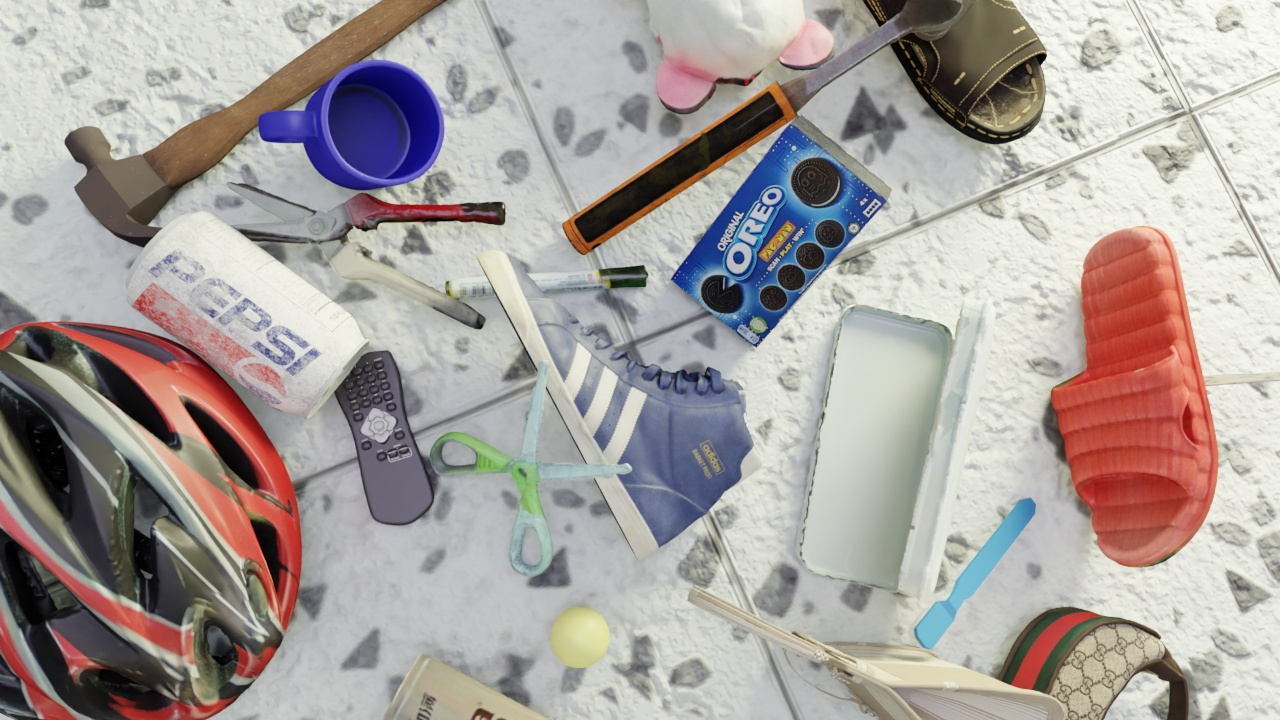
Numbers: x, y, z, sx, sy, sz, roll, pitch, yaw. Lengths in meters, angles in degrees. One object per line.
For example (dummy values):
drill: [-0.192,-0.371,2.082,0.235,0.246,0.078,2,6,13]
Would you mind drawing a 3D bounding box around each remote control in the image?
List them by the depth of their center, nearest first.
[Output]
remote control: [-0.180,0.055,0.643,0.046,0.009,0.124,-17,83,-8]

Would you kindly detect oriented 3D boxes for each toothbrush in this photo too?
toothbrush: [0.392,0.016,0.616,0.010,0.181,0.010,41,84,-1]
toothbrush: [0.234,0.144,0.637,0.166,0.014,0.016,-34,86,-36]

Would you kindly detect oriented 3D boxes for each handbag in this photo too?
handbag: [0.122,0.185,0.570,0.198,0.176,0.062,25,79,1]
handbag: [0.313,0.261,0.635,0.138,0.063,0.166,32,79,-10]

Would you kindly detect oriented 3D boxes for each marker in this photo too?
marker: [-0.068,-0.057,0.668,0.146,0.017,0.017,-4,81,-7]

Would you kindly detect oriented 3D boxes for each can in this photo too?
can: [-0.253,-0.028,0.597,0.136,0.078,0.078,38,79,-9]
can: [-0.097,0.246,0.598,0.135,0.054,0.054,28,79,-1]

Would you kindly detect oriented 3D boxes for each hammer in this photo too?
hammer: [0.080,-0.167,0.626,0.315,0.137,0.035,-32,91,11]
hammer: [-0.254,-0.198,0.666,0.322,0.033,0.115,-39,85,-11]

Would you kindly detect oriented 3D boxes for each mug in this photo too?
mug: [-0.198,-0.156,0.618,0.111,0.084,0.079,-6,100,-27]

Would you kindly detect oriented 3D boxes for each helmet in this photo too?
helmet: [-0.331,0.108,0.557,0.217,0.167,0.272,-28,97,-3]

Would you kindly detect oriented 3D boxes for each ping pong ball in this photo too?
ping pong ball: [-0.041,0.187,0.620,0.040,0.040,0.040,1,81,-5]

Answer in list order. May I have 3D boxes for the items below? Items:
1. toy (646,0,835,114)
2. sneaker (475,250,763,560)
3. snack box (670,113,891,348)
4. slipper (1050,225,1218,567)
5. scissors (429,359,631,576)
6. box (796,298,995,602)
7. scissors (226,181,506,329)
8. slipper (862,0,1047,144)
toy: [0.046,-0.295,0.682,0.141,0.084,0.213,-18,83,-16]
sneaker: [-0.004,0.005,0.621,0.118,0.091,0.233,-28,91,-7]
snack box: [0.092,-0.085,0.632,0.082,0.151,0.027,37,37,0]
slipper: [0.341,0.020,0.652,0.059,0.104,0.248,7,78,-19]
scissors: [-0.072,0.077,0.601,0.023,0.172,0.168,-25,108,-50]
box: [0.169,0.057,0.654,0.125,0.106,0.215,12,79,26]
scissors: [-0.181,-0.083,0.639,0.187,0.015,0.179,-34,91,-10]
slipper: [0.221,-0.285,0.702,0.113,0.076,0.268,-36,86,-9]
